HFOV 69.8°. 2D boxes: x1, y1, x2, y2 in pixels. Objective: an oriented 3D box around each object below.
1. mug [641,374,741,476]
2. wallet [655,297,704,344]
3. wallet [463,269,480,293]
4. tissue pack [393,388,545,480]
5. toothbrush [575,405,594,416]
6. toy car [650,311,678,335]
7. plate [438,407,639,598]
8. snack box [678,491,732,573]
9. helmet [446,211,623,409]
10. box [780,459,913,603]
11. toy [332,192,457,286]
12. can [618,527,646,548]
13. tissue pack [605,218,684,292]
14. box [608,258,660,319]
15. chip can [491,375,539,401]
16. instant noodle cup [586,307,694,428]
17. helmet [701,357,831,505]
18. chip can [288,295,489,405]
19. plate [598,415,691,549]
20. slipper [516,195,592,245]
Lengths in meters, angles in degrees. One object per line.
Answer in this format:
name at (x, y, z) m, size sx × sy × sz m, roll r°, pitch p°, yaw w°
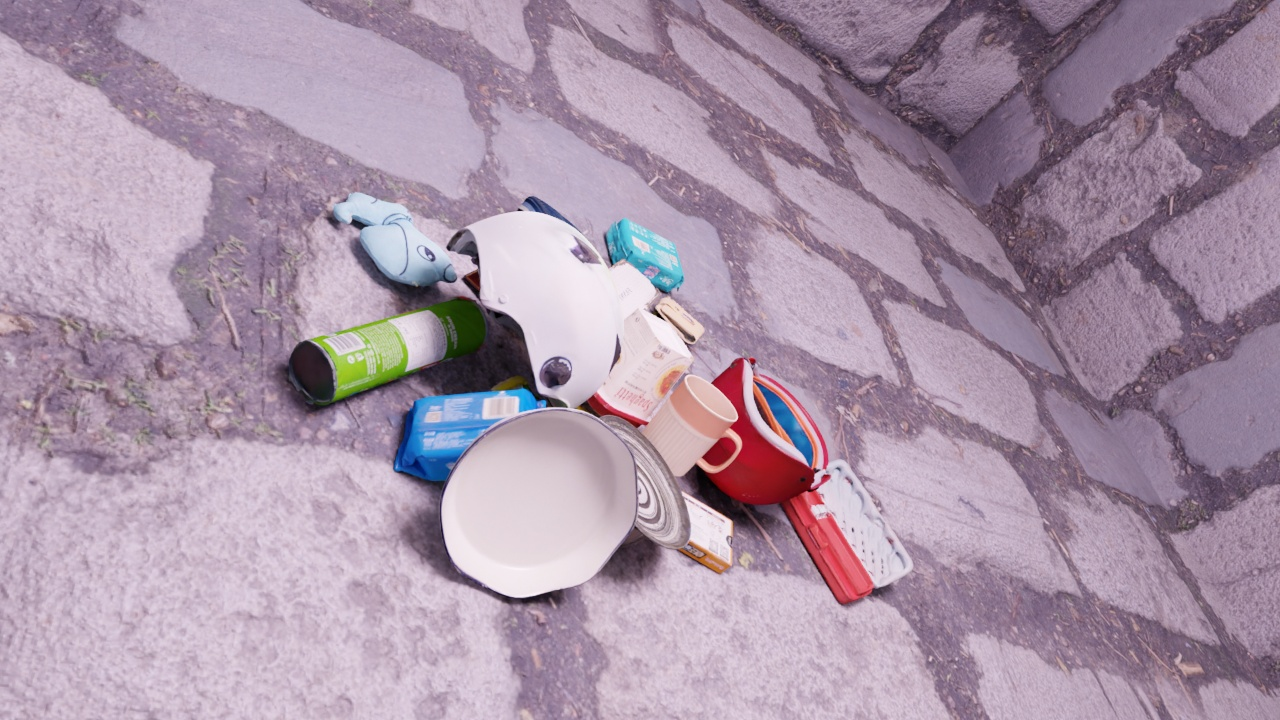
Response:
mug at (0.070, 0.094, 1.170) m, size 0.114 × 0.106 × 0.081 m, roll 41°, pitch 21°, yaw 4°
wallet at (0.062, -0.066, 1.448) m, size 0.087 × 0.024 × 0.115 m, roll 41°, pitch 15°, yaw 2°
wallet at (-0.168, -0.086, 1.237) m, size 0.122 × 0.020 × 0.096 m, roll 41°, pitch 32°, yaw 8°
tissue pack at (-0.178, 0.080, 0.976) m, size 0.157 × 0.052 × 0.094 m, roll -5°, pitch 44°, yaw 1°
toothbrush at (-0.038, 0.087, 1.177) m, size 0.190 × 0.017 × 0.015 m, roll 38°, pitch 13°, yaw 3°
toy car at (0.021, -0.027, 1.366) m, size 0.071 × 0.041 × 0.155 m, roll 46°, pitch 23°, yaw -3°
plate at (-0.102, 0.139, 0.926) m, size 0.204 × 0.205 × 0.045 m, roll 28°, pitch 8°, yaw -26°
snack box at (0.052, 0.204, 1.166) m, size 0.153 × 0.026 × 0.075 m, roll 33°, pitch 34°, yaw -19°
helmet at (-0.101, -0.067, 1.079) m, size 0.259 × 0.146 × 0.229 m, roll 61°, pitch -7°, yaw -29°
box at (0.298, 0.250, 1.362) m, size 0.160 × 0.059 × 0.201 m, roll -12°, pitch 62°, yaw -36°
toy at (-0.301, -0.145, 1.133) m, size 0.161 × 0.050 × 0.156 m, roll 19°, pitch 39°, yaw -28°
can at (-0.033, 0.153, 1.101) m, size 0.053 × 0.053 × 0.134 m, roll 6°, pitch 50°, yaw -45°
tissue pack at (0.010, -0.171, 1.508) m, size 0.133 × 0.050 × 0.093 m, roll 22°, pitch 38°, yaw -32°
box at (-0.043, -0.078, 1.339) m, size 0.090 × 0.062 × 0.183 m, roll 45°, pitch 35°, yaw 0°
chip can at (-0.100, 0.124, 1.039) m, size 0.221 × 0.073 × 0.072 m, roll 53°, pitch 33°, yaw 12°
instant noodle cup at (-0.007, 0.007, 1.200) m, size 0.116 × 0.124 × 0.116 m, roll 26°, pitch 24°, yaw -46°
helmet at (0.158, 0.112, 1.284) m, size 0.207 × 0.144 × 0.239 m, roll 59°, pitch 18°, yaw 17°
chip can at (-0.267, -0.015, 1.005) m, size 0.072 × 0.072 × 0.235 m, roll 51°, pitch 33°, yaw 9°
plate at (-0.004, 0.144, 1.065) m, size 0.179 × 0.024 × 0.179 m, roll 47°, pitch 20°, yaw -24°
slipper at (-0.122, -0.146, 1.289) m, size 0.105 × 0.095 × 0.252 m, roll 40°, pitch 9°, yaw -33°
